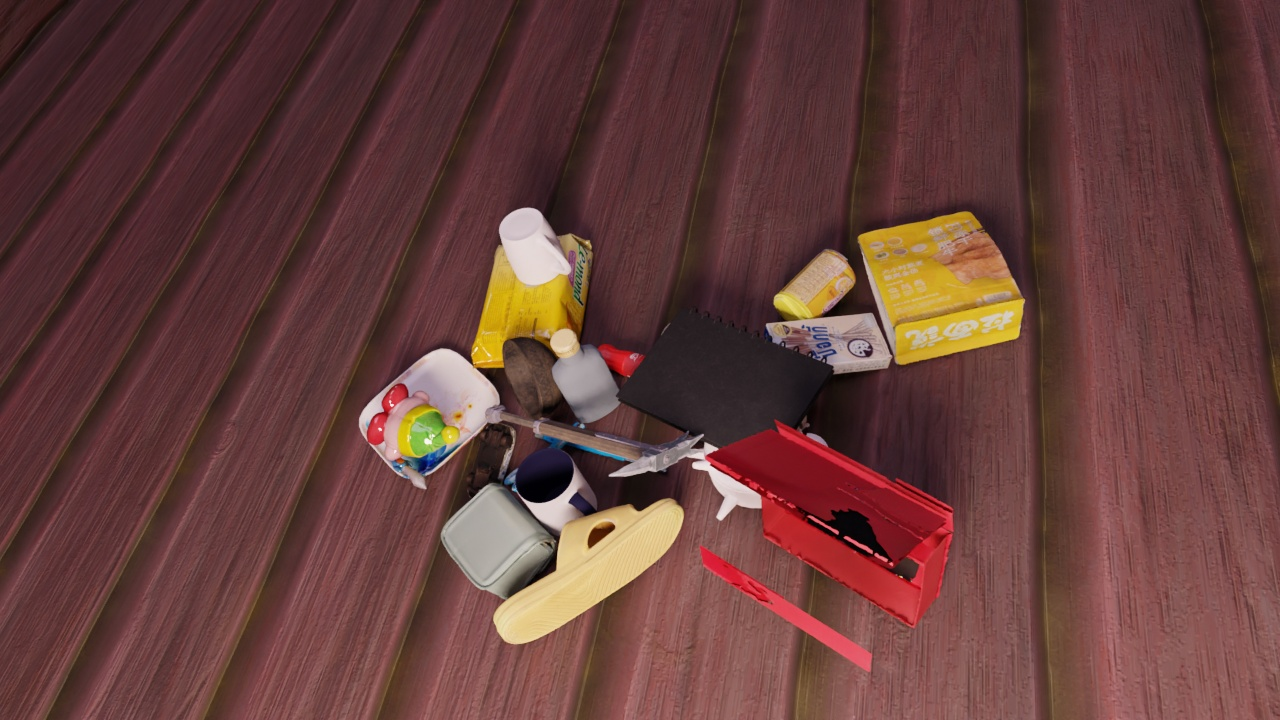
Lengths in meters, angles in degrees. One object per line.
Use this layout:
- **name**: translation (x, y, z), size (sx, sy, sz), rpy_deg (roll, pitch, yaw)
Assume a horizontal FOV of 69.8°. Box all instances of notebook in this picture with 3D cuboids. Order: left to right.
- **notebook**: translation (0.107, 0.026, 1.166), size (0.232, 0.019, 0.168), rpy_deg (24, 66, 31)

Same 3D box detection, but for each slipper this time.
- **slipper**: translation (-0.066, 0.241, 1.109), size (0.263, 0.099, 0.078), rpy_deg (-35, 50, -3)

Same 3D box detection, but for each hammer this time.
- **hammer**: translation (-0.091, 0.094, 1.165), size (0.317, 0.028, 0.146), rpy_deg (10, 18, 40)

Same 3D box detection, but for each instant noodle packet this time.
- **instant noodle packet**: translation (0.395, -0.113, 1.231), size (0.163, 0.084, 0.221), rpy_deg (-13, 46, 9)

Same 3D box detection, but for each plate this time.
- **plate**: translation (-0.311, 0.079, 1.357), size (0.186, 0.016, 0.187), rpy_deg (-43, 54, -14)

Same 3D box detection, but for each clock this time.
- **clock**: translation (0.145, 0.113, 1.144), size (0.161, 0.073, 0.125), rpy_deg (-25, 51, -1)

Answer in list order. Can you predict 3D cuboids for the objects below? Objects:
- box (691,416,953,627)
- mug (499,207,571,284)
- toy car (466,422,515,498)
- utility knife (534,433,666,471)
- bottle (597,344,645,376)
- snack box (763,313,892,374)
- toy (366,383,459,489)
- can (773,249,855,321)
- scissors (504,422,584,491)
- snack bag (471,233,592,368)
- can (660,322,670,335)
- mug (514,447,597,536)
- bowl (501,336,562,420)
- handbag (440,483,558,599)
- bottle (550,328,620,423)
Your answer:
- **box**: translation (0.205, 0.148, 0.948), size (0.211, 0.315, 0.124), rpy_deg (29, 79, 32)
- **mug**: translation (-0.149, -0.164, 1.346), size (0.114, 0.088, 0.080), rpy_deg (28, 66, 32)
- **toy car**: translation (-0.204, 0.141, 1.266), size (0.048, 0.040, 0.112), rpy_deg (11, 77, 25)
- **utility knife**: translation (-0.054, 0.118, 1.244), size (0.209, 0.015, 0.031), rpy_deg (13, 62, 30)
- **bottle**: translation (-0.008, 0.007, 1.295), size (0.119, 0.036, 0.036), rpy_deg (17, 62, 28)
- **snack box**: translation (0.246, -0.019, 1.209), size (0.150, 0.026, 0.081), rpy_deg (-6, 51, -7)
- **toy**: translation (-0.314, 0.101, 1.278), size (0.131, 0.097, 0.124), rpy_deg (26, 67, 6)
- **can**: translation (0.241, -0.096, 1.268), size (0.105, 0.068, 0.068), rpy_deg (-43, 54, -15)
- **scissors**: translation (-0.124, 0.128, 1.227), size (0.141, 0.014, 0.090), rpy_deg (-36, 14, -5)
- **snack bag**: translation (-0.165, -0.093, 1.401), size (0.160, 0.068, 0.246), rpy_deg (-4, 54, 14)
- **can**: translation (0.103, 0.002, 1.242), size (0.170, 0.067, 0.067), rpy_deg (32, 70, 33)
- **mug**: translation (-0.094, 0.176, 1.163), size (0.112, 0.097, 0.078), rpy_deg (28, 68, 33)
- **bowl**: translation (-0.142, 0.019, 1.288), size (0.056, 0.121, 0.121), rpy_deg (-22, 48, -24)
- **handbag**: translation (-0.178, 0.232, 1.169), size (0.106, 0.067, 0.122), rpy_deg (-46, 54, -6)
- **bottle**: translation (-0.079, 0.018, 1.231), size (0.072, 0.161, 0.046), rpy_deg (-32, 52, -6)
